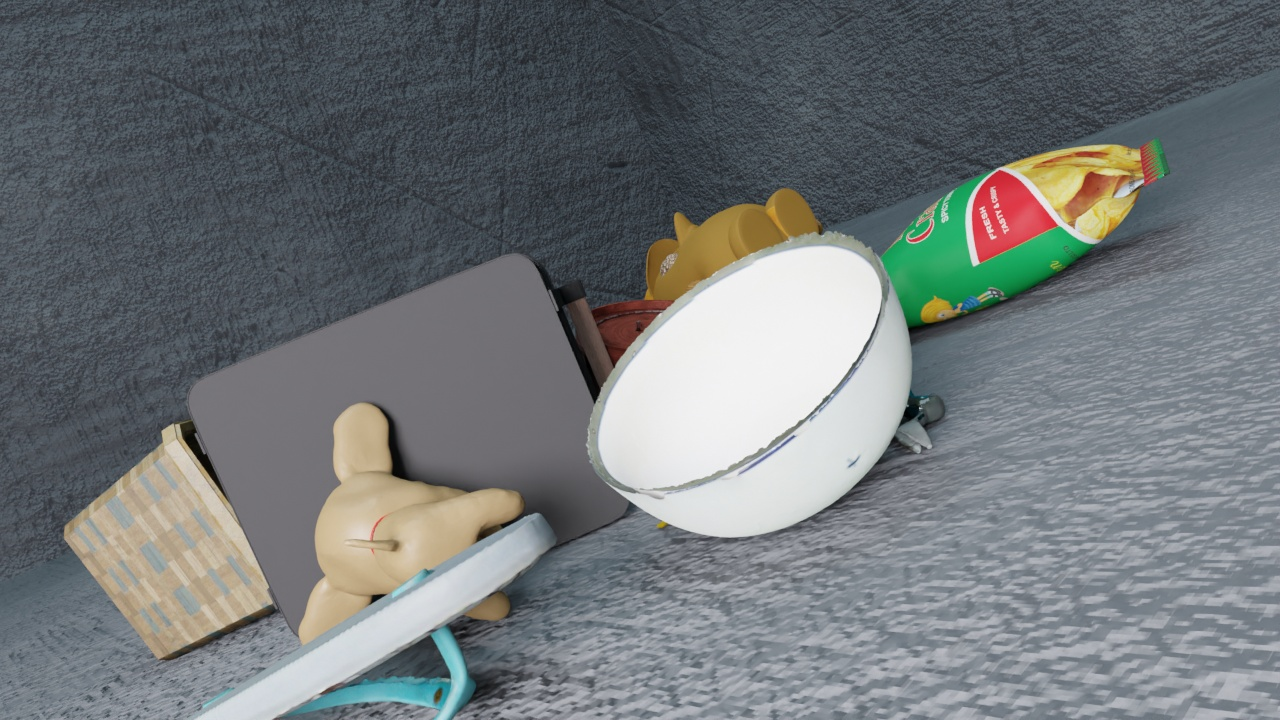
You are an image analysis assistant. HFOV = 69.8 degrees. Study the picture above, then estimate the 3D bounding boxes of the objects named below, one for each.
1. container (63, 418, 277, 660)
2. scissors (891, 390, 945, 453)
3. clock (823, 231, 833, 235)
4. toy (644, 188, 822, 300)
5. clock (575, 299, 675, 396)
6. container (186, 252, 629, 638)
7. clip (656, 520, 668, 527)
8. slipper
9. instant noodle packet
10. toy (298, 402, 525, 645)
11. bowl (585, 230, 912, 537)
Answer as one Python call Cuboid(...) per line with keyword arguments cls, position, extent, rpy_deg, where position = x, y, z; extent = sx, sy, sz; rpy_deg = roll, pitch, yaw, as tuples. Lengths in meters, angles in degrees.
Cuboid(cls="container", position=(-0.296, 0.105, 0.715), extent=(0.186, 0.157, 0.250), rpy_deg=(-35, 9, -12))
Cuboid(cls="scissors", position=(0.136, 0.024, 0.488), extent=(0.137, 0.019, 0.130), rpy_deg=(-29, 10, -39))
Cuboid(cls="clock", position=(0.133, -0.045, 0.747), extent=(0.123, 0.045, 0.159), rpy_deg=(-53, -11, 23))
Cuboid(cls="toy", position=(0.082, -0.086, 0.964), extent=(0.204, 0.162, 0.198), rpy_deg=(-29, 4, 46))
Cuboid(cls="clock", position=(-0.004, 0.004, 0.698), extent=(0.158, 0.072, 0.120), rpy_deg=(5, 22, 16))
Cuboid(cls="container", position=(-0.129, 0.044, 0.568), extent=(0.241, 0.163, 0.130), rpy_deg=(-22, 6, -1))
Cuboid(cls="clip", position=(0.021, 0.075, 0.497), extent=(0.052, 0.039, 0.047), rpy_deg=(-28, 12, -33))
Cuboid(cls="slipper", position=(-0.127, 0.136, 0.351), extent=(0.269, 0.054, 0.098), rpy_deg=(-32, 0, 19))
Cuboid(cls="instant noodle packet", position=(0.271, -0.096, 0.710), extent=(0.253, 0.090, 0.195), rpy_deg=(-28, 4, 33))
Cuboid(cls="toy", position=(-0.113, 0.089, 0.454), extent=(0.105, 0.134, 0.108), rpy_deg=(14, -12, -37))
Cuboid(cls="bowl", position=(0.056, 0.020, 0.417), extent=(0.154, 0.073, 0.153), rpy_deg=(-30, 28, 18))
